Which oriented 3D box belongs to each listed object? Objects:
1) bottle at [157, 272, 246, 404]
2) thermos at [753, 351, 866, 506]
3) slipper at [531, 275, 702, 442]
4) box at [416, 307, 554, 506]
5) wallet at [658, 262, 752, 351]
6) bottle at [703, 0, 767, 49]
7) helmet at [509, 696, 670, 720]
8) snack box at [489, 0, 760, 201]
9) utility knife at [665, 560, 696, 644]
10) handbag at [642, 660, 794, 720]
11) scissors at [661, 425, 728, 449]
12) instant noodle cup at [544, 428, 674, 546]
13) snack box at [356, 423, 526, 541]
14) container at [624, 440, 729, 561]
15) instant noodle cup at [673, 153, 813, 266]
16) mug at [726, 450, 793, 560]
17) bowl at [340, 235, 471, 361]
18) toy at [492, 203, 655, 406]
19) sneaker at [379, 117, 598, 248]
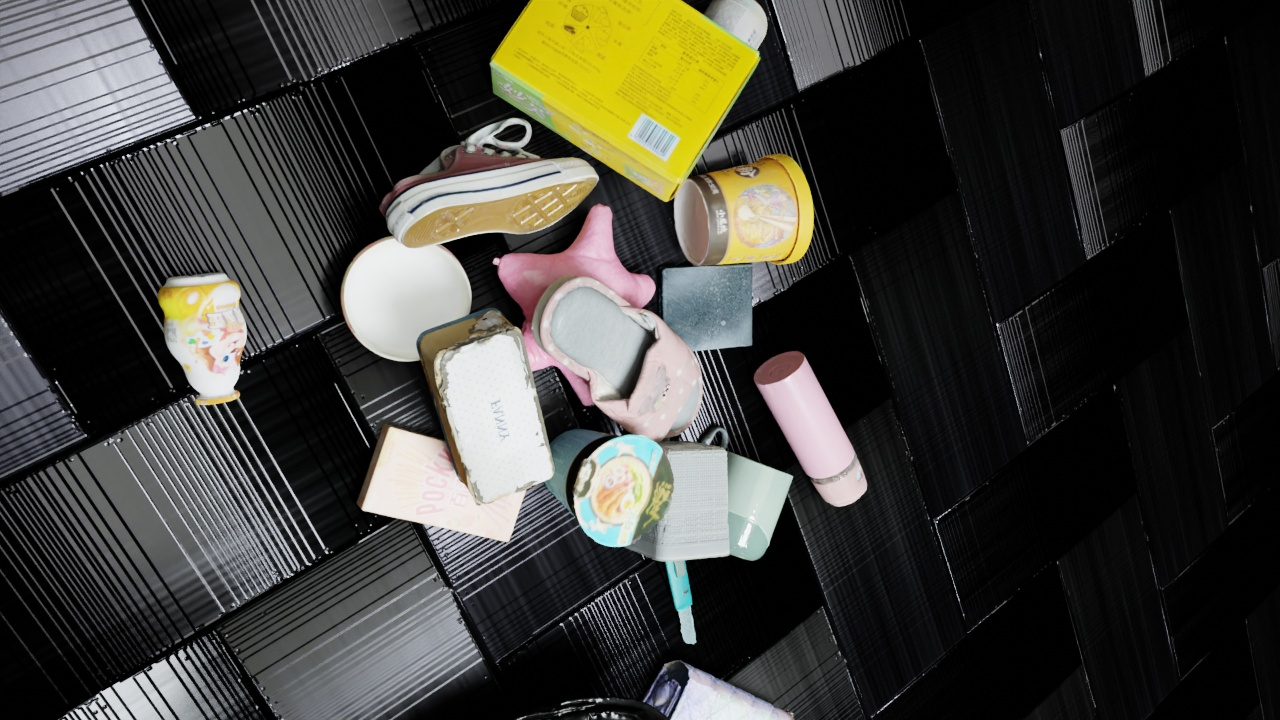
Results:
[{"bbox_3d":[-0.365,-0.019,0.774,0.063,0.063,0.108,-10,102,-27],"label":"bottle"},{"bbox_3d":[0.211,0.080,1.100,0.198,0.067,0.087,57,42,-22],"label":"thermos"},{"bbox_3d":[-0.005,0.005,0.914,0.114,0.054,0.274,-57,138,-8],"label":"slipper"},{"bbox_3d":[-0.138,0.049,0.840,0.089,0.064,0.184,-19,123,-21],"label":"box"},{"bbox_3d":[0.074,-0.059,1.029,0.120,0.019,0.097,-6,101,-26],"label":"wallet"},{"bbox_3d":[0.062,-0.293,0.957,0.068,0.068,0.189,36,80,-28],"label":"bottle"},{"bbox_3d":[-0.096,0.493,0.895,0.314,0.247,0.241,-20,135,-25],"label":"helmet"},{"bbox_3d":[-0.016,-0.276,0.876,0.210,0.070,0.157,32,82,-3],"label":"snack box"},{"bbox_3d":[0.044,0.241,1.058,0.029,0.013,0.196,-18,105,-28],"label":"utility knife"},{"bbox_3d":[0.085,0.446,1.077,0.194,0.076,0.134,33,81,-29],"label":"handbag"},{"bbox_3d":[0.036,0.132,1.031,0.180,0.014,0.159,-41,110,-23],"label":"scissors"},{"bbox_3d":[-0.043,0.117,0.933,0.111,0.120,0.111,-5,101,-29],"label":"instant noodle cup"},{"bbox_3d":[-0.191,0.123,0.909,0.157,0.026,0.084,19,88,-29],"label":"snack box"},{"bbox_3d":[0.040,0.146,0.978,0.090,0.090,0.114,1,91,-30],"label":"container"},{"bbox_3d":[0.105,-0.155,0.980,0.114,0.118,0.118,-11,103,-18],"label":"instant noodle cup"},{"bbox_3d":[0.124,0.170,1.060,0.111,0.082,0.106,25,84,-60],"label":"mug"},{"bbox_3d":[-0.215,-0.058,0.843,0.113,0.062,0.113,-2,96,-16],"label":"bowl"},{"bbox_3d":[-0.069,-0.066,0.918,0.178,0.075,0.194,32,79,-35],"label":"toy"},{"bbox_3d":[-0.140,-0.167,0.845,0.240,0.119,0.088,-21,75,-45],"label":"sneaker"}]
